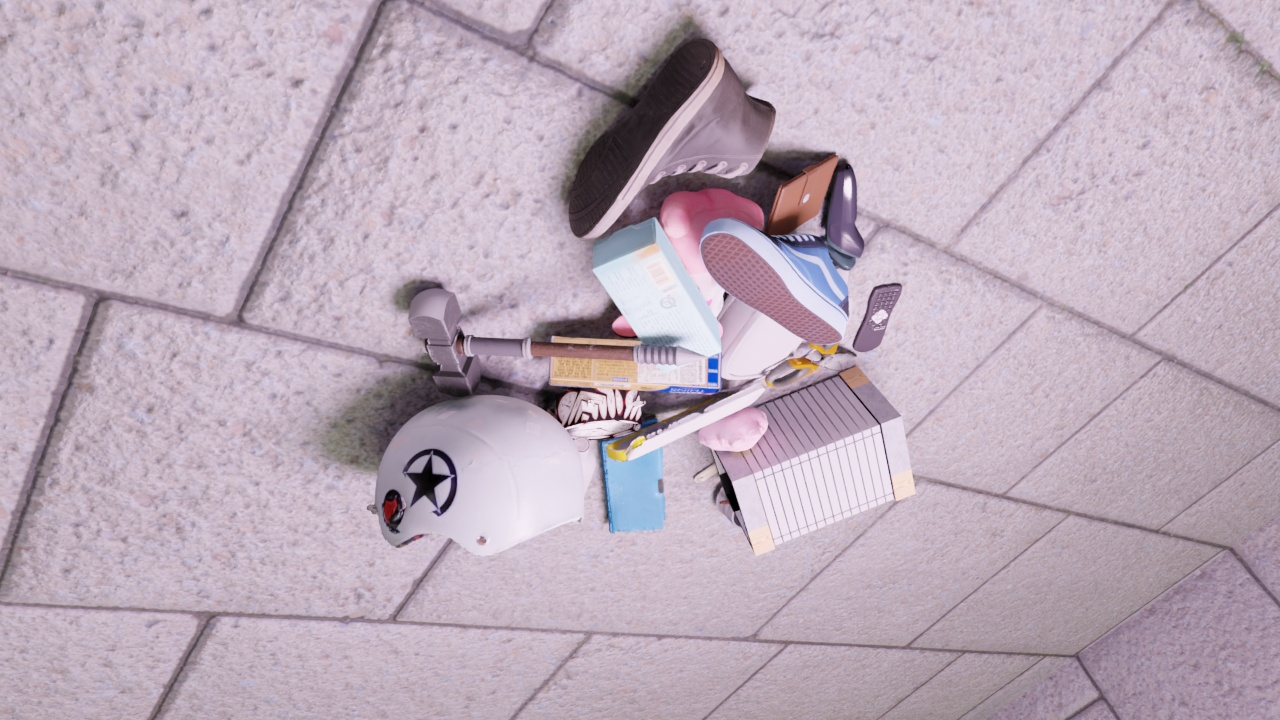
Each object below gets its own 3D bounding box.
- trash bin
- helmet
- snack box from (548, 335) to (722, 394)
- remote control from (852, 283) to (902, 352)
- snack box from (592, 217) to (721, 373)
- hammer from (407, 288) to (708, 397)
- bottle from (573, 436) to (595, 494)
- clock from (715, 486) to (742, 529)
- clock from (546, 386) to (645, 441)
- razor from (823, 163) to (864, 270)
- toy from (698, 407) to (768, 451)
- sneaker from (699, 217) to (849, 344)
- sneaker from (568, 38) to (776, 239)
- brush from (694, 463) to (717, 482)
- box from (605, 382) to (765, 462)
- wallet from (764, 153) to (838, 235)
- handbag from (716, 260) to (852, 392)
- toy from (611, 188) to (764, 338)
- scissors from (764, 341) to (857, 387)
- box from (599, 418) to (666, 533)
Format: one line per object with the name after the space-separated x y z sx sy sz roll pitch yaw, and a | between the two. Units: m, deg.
0.242 0.142 1.325 0.247 0.142 0.142 -21 121 -2 | trash bin
-0.197 0.122 1.097 0.236 0.264 0.163 -5 97 -55 | helmet
-0.007 0.006 1.109 0.206 0.056 0.057 4 169 -5 | snack box
0.331 -0.057 1.287 0.046 0.009 0.125 -8 137 -17 | remote control
0.020 -0.067 0.992 0.075 0.053 0.175 -21 129 17 | snack box
-0.087 -0.011 1.014 0.322 0.043 0.156 3 139 12 | hammer
-0.088 0.143 1.224 0.052 0.052 0.196 -11 158 -14 | bottle
0.181 0.230 1.484 0.104 0.056 0.148 -36 133 1 | clock
-0.065 0.066 1.196 0.114 0.065 0.155 3 161 -28 | clock
0.246 -0.173 1.105 0.052 0.047 0.143 1 136 9 | razor
0.135 0.097 1.262 0.102 0.093 0.050 -21 106 -9 | toy
0.152 -0.110 1.012 0.084 0.098 0.241 -8 151 43 | sneaker
0.028 -0.202 0.942 0.119 0.095 0.235 26 112 -41 | sneaker
0.172 0.128 1.409 0.218 0.012 0.033 -35 138 14 | brush
0.061 0.082 1.219 0.209 0.038 0.130 -21 176 -24 | box
0.181 -0.180 1.043 0.120 0.013 0.088 -34 150 -40 | wallet
0.187 -0.048 1.203 0.222 0.095 0.216 -1 137 -41 | handbag
0.053 -0.100 1.061 0.141 0.084 0.214 -3 133 -20 | toy
0.240 0.004 1.253 0.162 0.016 0.225 -41 156 7 | scissors
-0.008 0.181 1.354 0.093 0.048 0.232 -13 138 -11 | box
